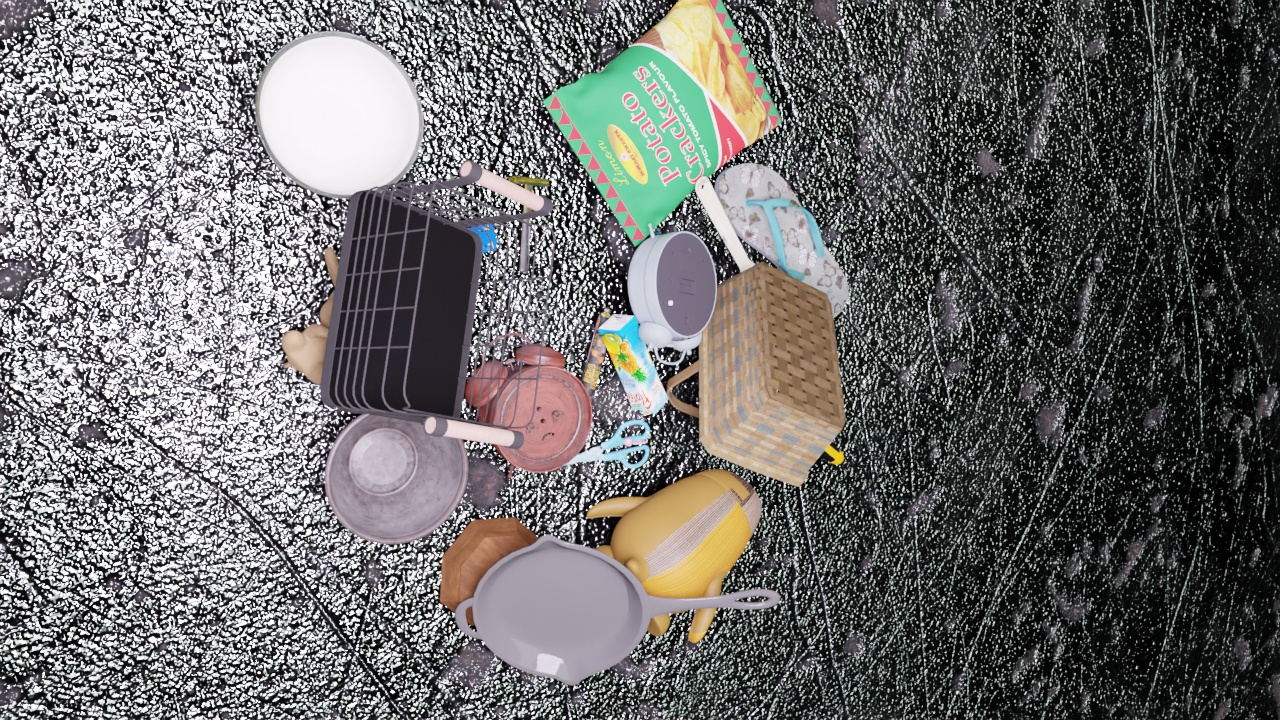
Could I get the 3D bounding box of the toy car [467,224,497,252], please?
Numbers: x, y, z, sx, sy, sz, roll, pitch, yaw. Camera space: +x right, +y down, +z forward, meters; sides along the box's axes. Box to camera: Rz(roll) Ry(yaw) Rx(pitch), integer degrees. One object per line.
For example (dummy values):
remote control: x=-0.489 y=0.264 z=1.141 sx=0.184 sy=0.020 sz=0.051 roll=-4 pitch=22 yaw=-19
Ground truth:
toy car: x=-0.205 y=-0.123 z=0.988 sx=0.091 sy=0.062 sz=0.033 roll=-34 pitch=117 yaw=-55

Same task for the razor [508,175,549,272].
razor: x=-0.127 y=-0.151 z=1.024 sx=0.042 sy=0.026 sz=0.106 roll=-1 pitch=101 yaw=-32

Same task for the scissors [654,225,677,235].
scissors: x=0.031 y=-0.092 z=1.121 sx=0.137 sy=0.019 sz=0.129 roll=43 pitch=68 yaw=-35

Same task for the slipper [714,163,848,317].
slipper: x=0.203 y=-0.159 z=1.195 sx=0.269 sy=0.055 sz=0.098 roll=43 pitch=72 yaw=-28

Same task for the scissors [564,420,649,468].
scissors: x=-0.048 y=0.114 z=1.110 sx=0.138 sy=0.015 sz=0.063 roll=-13 pitch=106 yaw=-22

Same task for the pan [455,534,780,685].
pan: x=-0.026 y=0.268 z=1.013 sx=0.354 sy=0.024 sz=0.217 roll=-4 pitch=118 yaw=3

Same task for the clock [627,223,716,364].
clock: x=0.037 y=-0.075 z=1.070 sx=0.122 sy=0.045 sz=0.159 roll=5 pitch=88 yaw=-51

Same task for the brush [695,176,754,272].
brush: x=0.113 y=-0.145 z=1.128 sx=0.033 sy=0.012 sz=0.218 roll=-52 pitch=136 yaw=-15

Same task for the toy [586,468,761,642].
toy: x=0.056 y=0.215 z=1.115 sx=0.203 sy=0.163 sz=0.198 roll=-36 pitch=72 yaw=-24

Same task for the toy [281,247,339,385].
toy: x=-0.298 y=-0.030 z=0.901 sx=0.108 sy=0.106 sz=0.134 roll=-46 pitch=112 yaw=-29

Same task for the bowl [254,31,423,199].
bowl: x=-0.294 y=-0.232 z=0.887 sx=0.153 sy=0.073 sz=0.153 roll=-3 pitch=97 yaw=-29

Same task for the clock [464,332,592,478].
clock: x=-0.126 y=0.046 z=1.018 sx=0.120 sy=0.072 sz=0.158 roll=-26 pitch=109 yaw=-25

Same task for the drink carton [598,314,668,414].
drink carton: x=-0.006 y=0.006 z=1.087 sx=0.038 sy=0.044 sz=0.129 roll=-45 pitch=127 yaw=-35

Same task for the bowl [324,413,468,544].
bowl: x=-0.259 y=0.111 z=0.952 sx=0.144 sy=0.067 sz=0.145 roll=-4 pitch=98 yaw=-30

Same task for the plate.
plate: x=-0.164 y=0.244 z=1.047 sx=0.131 sy=0.025 sz=0.131 roll=-4 pitch=98 yaw=-30

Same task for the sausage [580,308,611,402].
sausage: x=-0.058 y=0.013 z=1.084 sx=0.020 sy=0.020 sz=0.155 roll=17 pitch=88 yaw=-30

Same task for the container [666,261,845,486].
container: x=0.133 y=0.026 z=1.110 sx=0.157 sy=0.187 sz=0.249 roll=22 pitch=48 yaw=-23

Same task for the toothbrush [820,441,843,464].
toothbrush: x=0.208 y=0.087 z=1.242 sx=0.196 sy=0.031 sz=0.031 roll=36 pitch=83 yaw=-24

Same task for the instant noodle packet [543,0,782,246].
instant noodle packet: x=0.036 y=-0.286 z=1.059 sx=0.252 sy=0.090 sz=0.195 roll=-42 pitch=117 yaw=-15

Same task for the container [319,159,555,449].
container: x=-0.178 y=-0.046 z=0.856 sx=0.162 sy=0.130 sz=0.241 roll=17 pitch=76 yaw=-53

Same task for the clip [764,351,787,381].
clip: x=0.188 y=0.006 z=1.231 sx=0.052 sy=0.039 sz=0.047 roll=-6 pitch=103 yaw=-28
